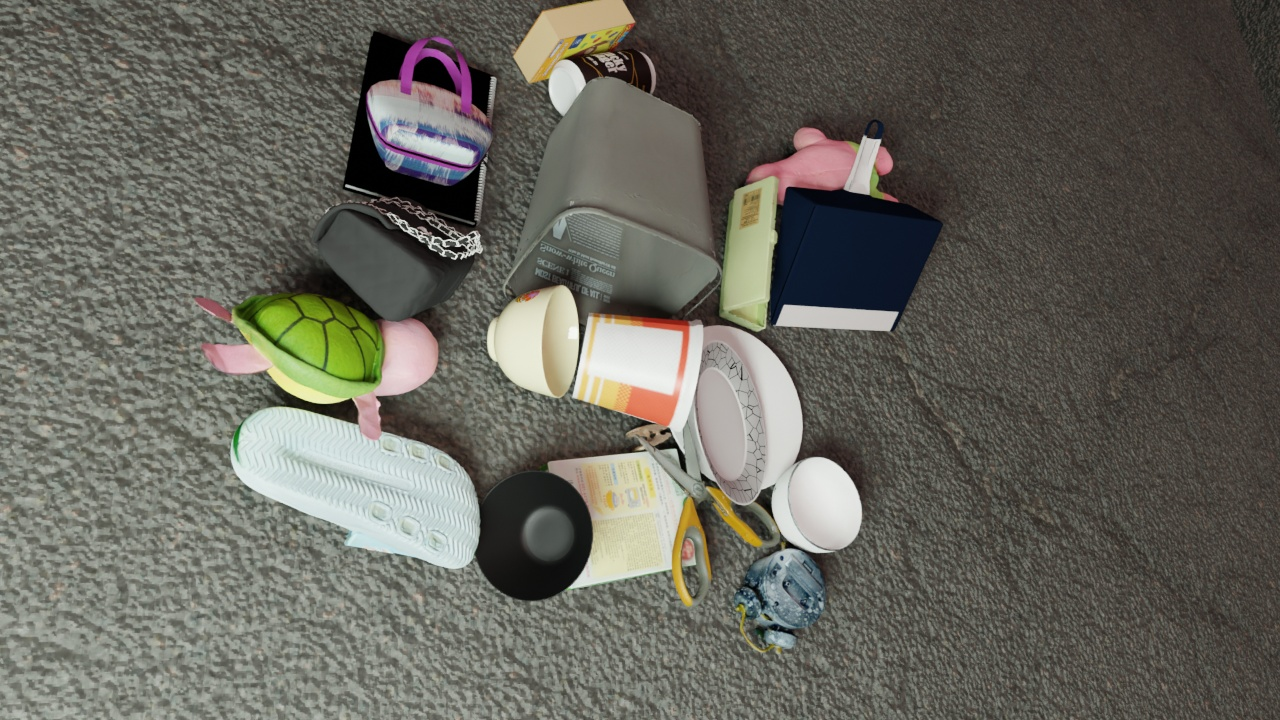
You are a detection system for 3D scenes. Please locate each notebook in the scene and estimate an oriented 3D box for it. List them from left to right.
[{"bbox_3d":[-0.242,-0.260,1.031,0.149,0.016,0.206,14,64,-26],"label":"notebook"}]

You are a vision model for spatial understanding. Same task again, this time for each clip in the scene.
[{"bbox_3d":[0.011,0.090,1.040,0.062,0.025,0.045,6,67,-36],"label":"clip"}]

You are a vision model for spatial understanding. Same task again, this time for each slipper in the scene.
[{"bbox_3d":[-0.252,0.116,0.832,0.245,0.074,0.103,29,50,-31],"label":"slipper"}]

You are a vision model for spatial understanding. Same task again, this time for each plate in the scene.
[{"bbox_3d":[0.097,0.071,1.046,0.188,0.016,0.188,33,50,-52],"label":"plate"},{"bbox_3d":[0.113,0.057,1.121,0.208,0.015,0.208,12,66,-29],"label":"plate"}]

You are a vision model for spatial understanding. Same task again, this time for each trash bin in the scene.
[{"bbox_3d":[-0.027,-0.172,1.031,0.197,0.198,0.219,20,55,-24],"label":"trash bin"}]

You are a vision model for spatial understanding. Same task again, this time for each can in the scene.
[{"bbox_3d":[-0.048,-0.348,1.153,0.128,0.072,0.072,-24,85,-37],"label":"can"}]

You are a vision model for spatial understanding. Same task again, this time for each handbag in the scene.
[{"bbox_3d":[-0.228,-0.120,0.888,0.125,0.115,0.153,39,17,-3],"label":"handbag"},{"bbox_3d":[-0.226,-0.285,1.009,0.144,0.068,0.169,12,58,-25],"label":"handbag"}]

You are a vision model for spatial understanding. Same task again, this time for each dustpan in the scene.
[{"bbox_3d":[0.290,-0.181,1.242,0.235,0.274,0.080,1,30,-32],"label":"dustpan"}]

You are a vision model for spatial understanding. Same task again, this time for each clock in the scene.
[{"bbox_3d":[0.156,0.271,1.040,0.090,0.052,0.129,48,53,-7],"label":"clock"}]

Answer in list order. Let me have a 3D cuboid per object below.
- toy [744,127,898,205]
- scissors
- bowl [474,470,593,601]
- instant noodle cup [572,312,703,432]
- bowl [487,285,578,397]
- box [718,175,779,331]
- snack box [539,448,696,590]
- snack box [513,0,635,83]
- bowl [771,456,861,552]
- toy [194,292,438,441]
[{"bbox_3d":[0.253,-0.247,1.292,0.236,0.097,0.192,-3,76,-22],"label":"toy"},{"bbox_3d":[0.067,0.169,1.017,0.225,0.016,0.224,40,49,-17],"label":"scissors"},{"bbox_3d":[-0.098,0.172,0.906,0.052,0.124,0.124,34,41,-71],"label":"bowl"},{"bbox_3d":[-0.006,0.006,0.997,0.121,0.124,0.123,11,63,-5],"label":"instant noodle cup"},{"bbox_3d":[-0.118,-0.021,0.968,0.074,0.118,0.117,3,62,14],"label":"bowl"},{"bbox_3d":[0.153,-0.134,1.201,0.083,0.092,0.187,34,56,-44],"label":"box"},{"bbox_3d":[-0.020,0.167,0.987,0.167,0.027,0.132,-2,73,-33],"label":"snack box"},{"bbox_3d":[-0.082,-0.400,1.142,0.125,0.088,0.040,-29,87,-37],"label":"snack box"},{"bbox_3d":[0.203,0.177,1.100,0.113,0.063,0.113,12,65,-28],"label":"bowl"},{"bbox_3d":[-0.281,-0.010,0.826,0.237,0.088,0.190,14,24,-51],"label":"toy"}]
